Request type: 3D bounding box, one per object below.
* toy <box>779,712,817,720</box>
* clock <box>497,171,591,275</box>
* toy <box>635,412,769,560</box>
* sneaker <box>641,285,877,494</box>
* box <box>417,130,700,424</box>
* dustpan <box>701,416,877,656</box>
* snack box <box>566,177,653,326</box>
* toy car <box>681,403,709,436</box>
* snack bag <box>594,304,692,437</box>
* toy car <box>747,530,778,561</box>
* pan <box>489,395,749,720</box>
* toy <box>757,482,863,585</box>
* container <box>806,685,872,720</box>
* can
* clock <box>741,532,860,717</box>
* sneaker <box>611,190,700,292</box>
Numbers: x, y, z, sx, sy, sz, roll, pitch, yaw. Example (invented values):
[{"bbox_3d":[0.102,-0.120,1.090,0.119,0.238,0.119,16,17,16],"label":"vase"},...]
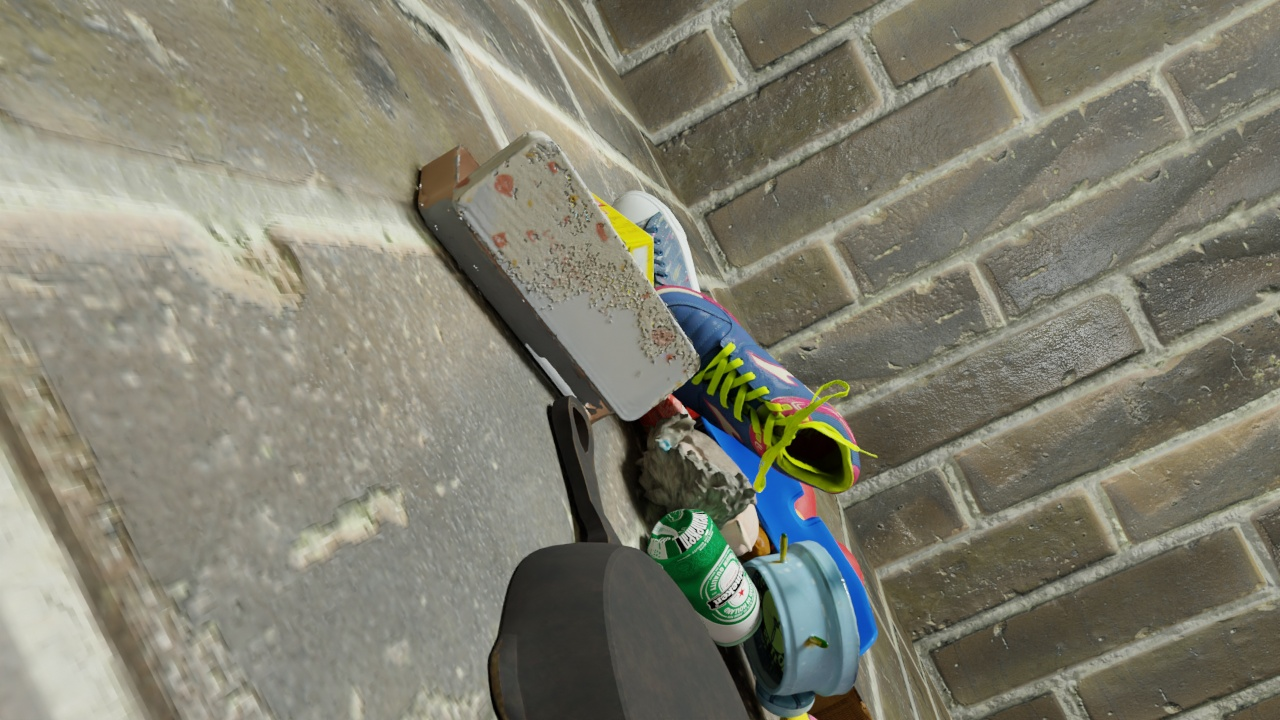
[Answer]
[{"bbox_3d":[0.140,0.323,0.731,0.095,0.041,0.094,41,19,-54],"label":"toy"},{"bbox_3d":[-0.072,-0.101,0.670,0.087,0.042,0.123,35,-13,5],"label":"clock"},{"bbox_3d":[0.054,0.116,0.746,0.176,0.076,0.132,53,-2,-40],"label":"toy"},{"bbox_3d":[0.094,0.027,0.752,0.241,0.116,0.091,36,20,-21],"label":"sneaker"},{"bbox_3d":[-0.061,-0.053,0.627,0.107,0.094,0.216,31,-18,52],"label":"box"},{"bbox_3d":[0.149,0.158,0.916,0.245,0.059,0.257,60,0,11],"label":"dustpan"},{"bbox_3d":[-0.036,-0.088,0.732,0.152,0.025,0.075,44,-38,49],"label":"snack box"},{"bbox_3d":[0.073,0.057,0.958,0.056,0.082,0.189,58,10,10],"label":"toy car"},{"bbox_3d":[-0.005,0.005,0.792,0.155,0.044,0.087,61,7,-27],"label":"snack bag"},{"bbox_3d":[0.133,0.210,0.983,0.092,0.042,0.036,50,40,-48],"label":"toy car"},{"bbox_3d":[0.000,0.145,0.495,0.249,0.043,0.355,52,15,-44],"label":"pan"},{"bbox_3d":[0.189,0.218,1.094,0.147,0.099,0.216,41,18,-44],"label":"toy"},{"bbox_3d":[0.163,0.300,0.853,0.114,0.063,0.061,61,3,-7],"label":"container"},{"bbox_3d":[0.047,0.156,0.664,0.101,0.053,0.053,58,12,-21],"label":"can"},{"bbox_3d":[0.116,0.211,0.717,0.162,0.060,0.118,100,-21,-47],"label":"clock"},{"bbox_3d":[0.023,-0.108,1.138,0.235,0.087,0.079,67,17,8],"label":"sneaker"}]
